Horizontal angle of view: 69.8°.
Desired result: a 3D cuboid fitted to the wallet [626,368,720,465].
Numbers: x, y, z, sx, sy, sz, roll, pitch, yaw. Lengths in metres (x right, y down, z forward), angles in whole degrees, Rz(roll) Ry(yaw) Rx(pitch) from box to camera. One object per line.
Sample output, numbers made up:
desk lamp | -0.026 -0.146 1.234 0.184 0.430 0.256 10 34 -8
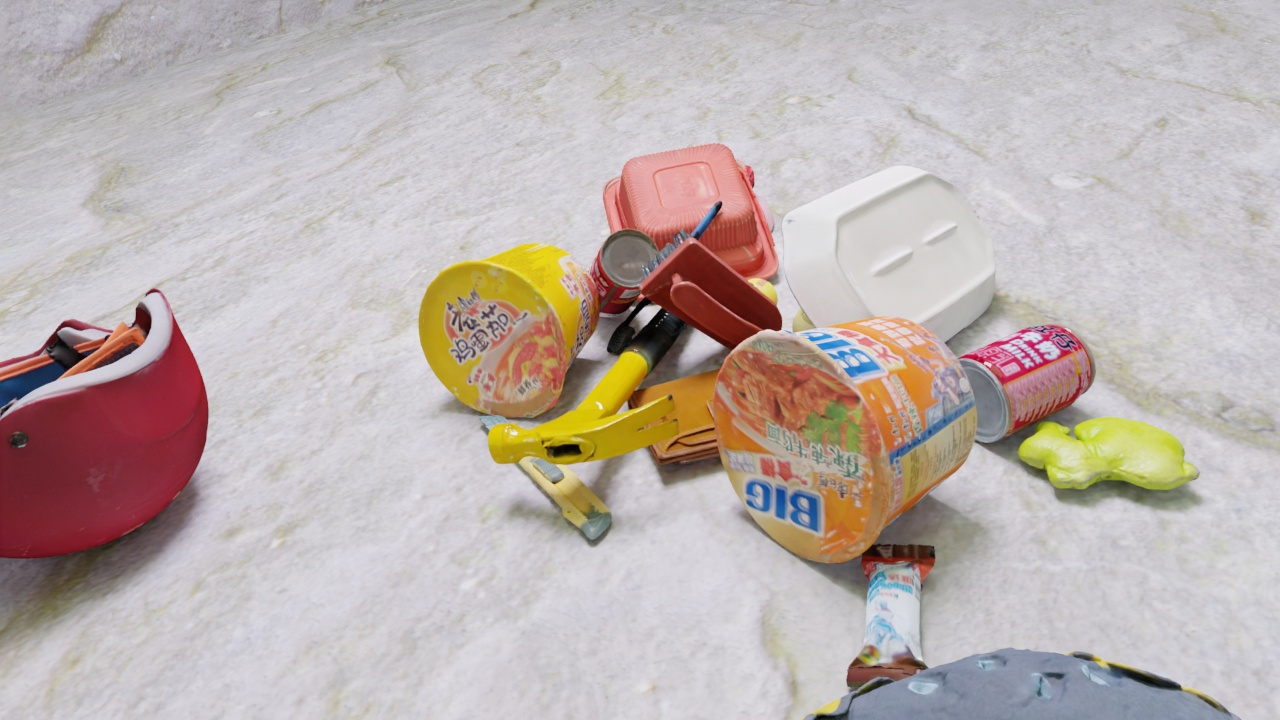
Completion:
wallet | 0.065 0.043 0.719 0.130 0.035 0.119 -14 25 -10

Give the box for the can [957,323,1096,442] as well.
can | 0.281 0.015 0.681 0.093 0.067 0.066 -21 33 -21

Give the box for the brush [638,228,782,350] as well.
brush | 0.069 -0.045 0.779 0.063 0.145 0.069 -42 40 21

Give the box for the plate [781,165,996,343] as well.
plate | 0.226 -0.089 0.781 0.264 0.162 0.034 -26 -8 -39

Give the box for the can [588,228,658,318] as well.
can | -0.022 -0.076 0.847 0.053 0.053 0.133 -15 -6 -13

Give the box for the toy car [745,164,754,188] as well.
toy car | 0.077 -0.206 1.050 0.106 0.031 0.049 -4 30 10

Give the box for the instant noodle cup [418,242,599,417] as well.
instant noodle cup | -0.105 -0.035 0.794 0.138 0.138 0.109 5 24 20

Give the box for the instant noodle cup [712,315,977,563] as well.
instant noodle cup | 0.137 0.041 0.601 0.111 0.151 0.151 -18 32 -33

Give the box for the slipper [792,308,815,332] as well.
slipper | 0.191 -0.071 0.833 0.092 0.082 0.190 3 29 22

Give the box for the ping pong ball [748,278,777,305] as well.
ping pong ball | 0.109 -0.057 0.863 0.040 0.040 0.040 -5 31 3

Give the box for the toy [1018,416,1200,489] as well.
toy | 0.319 0.062 0.628 0.100 0.031 0.096 -15 30 -12

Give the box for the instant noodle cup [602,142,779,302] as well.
instant noodle cup | 0.048 -0.157 0.957 0.164 0.079 0.188 -12 53 -3

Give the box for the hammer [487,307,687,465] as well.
hammer | -0.004 0.004 0.750 0.129 0.033 0.299 -4 21 21

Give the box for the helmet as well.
helmet | -0.434 0.067 0.683 0.240 0.144 0.206 -17 29 11

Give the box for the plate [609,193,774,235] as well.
plate | 0.057 -0.170 1.064 0.192 0.039 0.192 -6 31 3

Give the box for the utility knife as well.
utility knife | -0.076 0.083 0.701 0.030 0.020 0.190 -18 27 -29

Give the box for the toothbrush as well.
toothbrush | 0.027 -0.080 0.868 0.016 0.014 0.189 24 71 39

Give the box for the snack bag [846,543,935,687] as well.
snack bag | 0.146 0.146 0.531 0.048 0.026 0.103 -8 27 26

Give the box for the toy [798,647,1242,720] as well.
toy | 0.184 0.193 0.385 0.357 0.091 0.137 4 45 23
